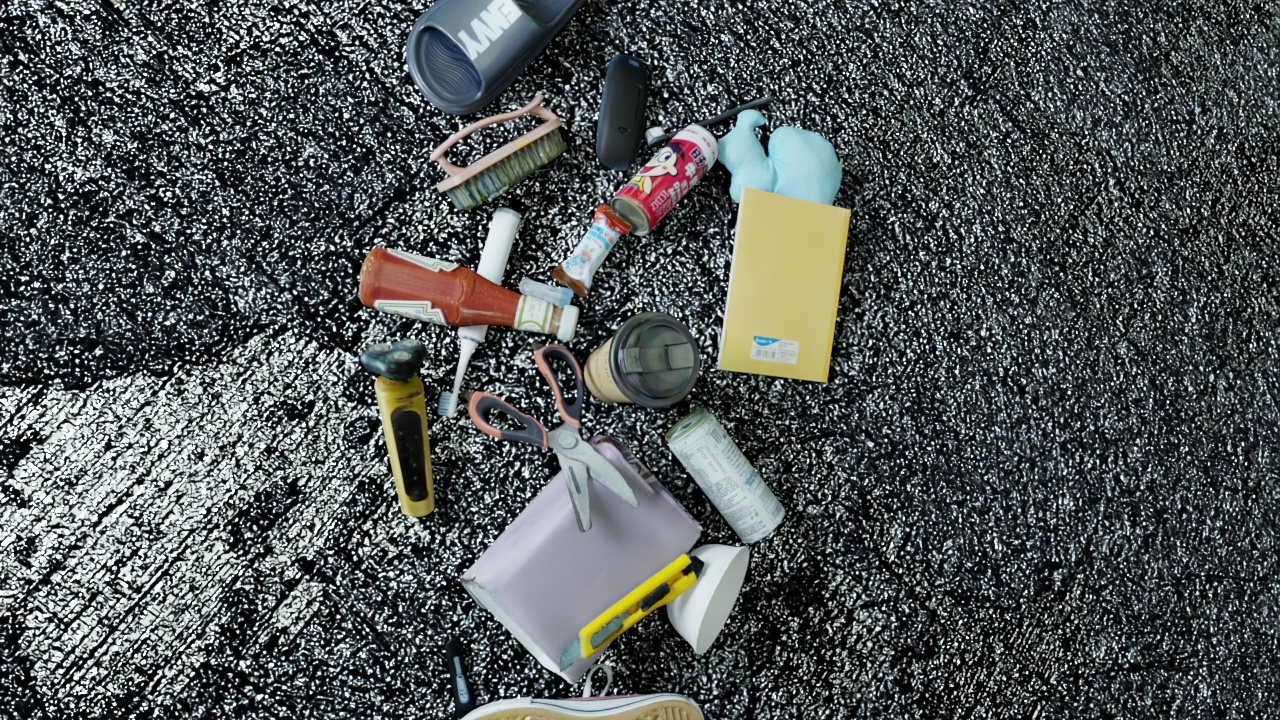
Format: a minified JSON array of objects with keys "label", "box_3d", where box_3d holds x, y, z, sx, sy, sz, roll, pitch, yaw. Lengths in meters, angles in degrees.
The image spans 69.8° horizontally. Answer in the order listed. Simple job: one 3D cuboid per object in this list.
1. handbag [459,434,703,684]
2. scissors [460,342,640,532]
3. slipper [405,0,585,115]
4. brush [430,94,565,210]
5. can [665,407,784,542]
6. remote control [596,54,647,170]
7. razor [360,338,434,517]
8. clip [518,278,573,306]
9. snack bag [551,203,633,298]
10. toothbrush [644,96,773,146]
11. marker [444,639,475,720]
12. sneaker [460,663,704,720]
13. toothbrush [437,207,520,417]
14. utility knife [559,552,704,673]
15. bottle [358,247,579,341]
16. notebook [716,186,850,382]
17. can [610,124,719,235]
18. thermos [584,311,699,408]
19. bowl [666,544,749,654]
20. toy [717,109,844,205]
[{"label":"handbag","box_3d":[-0.058,0.187,0.890,0.196,0.099,0.145,-46,113,-23]},{"label":"scissors","box_3d":[-0.083,0.066,0.886,0.225,0.015,0.188,15,54,12]},{"label":"slipper","box_3d":[-0.136,-0.370,0.950,0.110,0.083,0.267,43,68,-10]},{"label":"brush","box_3d":[-0.140,-0.215,0.935,0.145,0.063,0.073,-37,108,-23]},{"label":"can","box_3d":[0.091,0.124,0.985,0.058,0.058,0.147,-41,98,-22]},{"label":"remote control","box_3d":[-0.018,-0.278,1.015,0.053,0.024,0.136,12,78,-21]},{"label":"razor","box_3d":[-0.221,0.064,0.865,0.062,0.068,0.167,-9,92,-23]},{"label":"clip","box_3d":[-0.100,-0.070,0.955,0.058,0.044,0.027,23,77,-9]},{"label":"snack bag","box_3d":[-0.051,-0.118,0.978,0.045,0.026,0.105,38,73,-17]},{"label":"toothbrush","box_3d":[0.082,-0.281,1.062,0.180,0.016,0.018,-23,83,-23]},{"label":"marker","box_3d":[-0.167,0.327,0.873,0.018,0.015,0.124,-11,85,-29]},{"label":"sneaker","box_3d":[-0.061,0.357,0.875,0.241,0.088,0.118,-4,78,-11]},{"label":"toothbrush","box_3d":[-0.163,-0.049,0.923,0.026,0.027,0.220,14,77,3]},{"label":"utility knife","box_3d":[-0.006,0.234,0.855,0.177,0.015,0.033,-31,108,-28]},{"label":"bottle","box_3d":[-0.162,-0.058,0.881,0.206,0.060,0.059,13,77,-5]},{"label":"notebook","box_3d":[0.166,-0.084,1.050,0.145,0.010,0.206,7,91,-22]},{"label":"can","box_3d":[0.029,-0.199,1.007,0.053,0.053,0.132,46,69,-11]},{"label":"thermos","box_3d":[-0.005,0.005,0.915,0.093,0.143,0.093,3,82,-23]},{"label":"bowl","box_3d":[0.058,0.234,0.945,0.065,0.118,0.118,22,70,22]},{"label":"toy","box_3d":[0.171,-0.224,1.069,0.156,0.050,0.161,-27,104,-13]}]
